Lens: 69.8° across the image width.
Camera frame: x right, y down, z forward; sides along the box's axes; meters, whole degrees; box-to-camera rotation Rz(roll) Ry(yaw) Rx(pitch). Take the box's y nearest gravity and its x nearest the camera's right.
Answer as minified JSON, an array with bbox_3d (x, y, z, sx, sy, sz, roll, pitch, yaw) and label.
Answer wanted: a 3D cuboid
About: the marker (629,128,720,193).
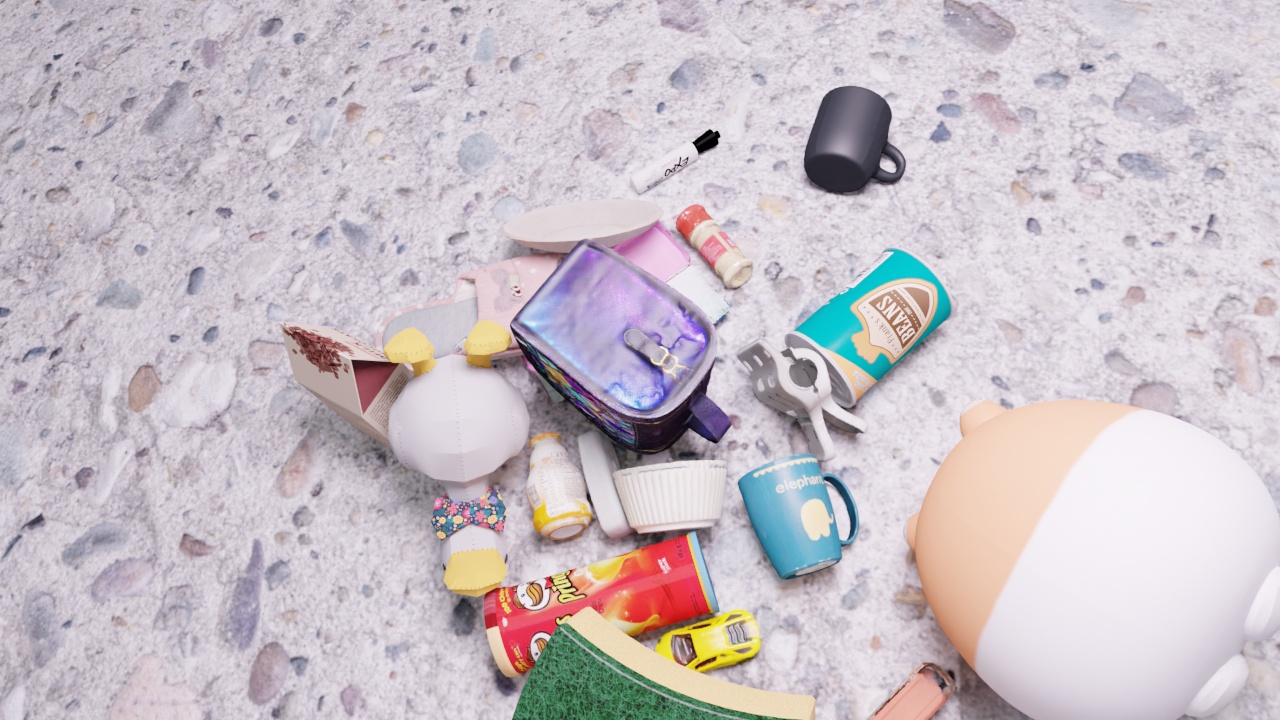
[{"bbox_3d":[0.045,-0.250,1.140,0.126,0.025,0.025,-32,63,-5],"label":"marker"}]

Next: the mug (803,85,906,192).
[{"bbox_3d":[0.255,-0.247,1.070,0.121,0.085,0.094,25,70,-10],"label":"mug"}]

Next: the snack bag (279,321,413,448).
[{"bbox_3d":[-0.296,0.025,0.975,0.094,0.206,0.069,24,71,21],"label":"snack bag"}]

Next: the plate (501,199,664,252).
[{"bbox_3d":[-0.066,-0.153,1.068,0.189,0.027,0.188,-6,22,2],"label":"plate"}]

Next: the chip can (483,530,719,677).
[{"bbox_3d":[-0.037,0.235,0.890,0.213,0.087,0.087,-17,62,2],"label":"chip can"}]

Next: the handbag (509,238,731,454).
[{"bbox_3d":[-0.005,0.005,0.908,0.222,0.205,0.125,37,79,10],"label":"handbag"}]

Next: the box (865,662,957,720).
[{"bbox_3d":[0.208,0.340,0.812,0.186,0.053,0.058,-43,32,-11],"label":"box"}]

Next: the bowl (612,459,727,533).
[{"bbox_3d":[0.033,0.137,0.914,0.115,0.115,0.062,-7,78,8],"label":"bowl"}]

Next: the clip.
[{"bbox_3d":[0.165,0.031,0.934,0.147,0.125,0.081,44,84,1],"label":"clip"}]

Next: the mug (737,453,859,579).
[{"bbox_3d":[0.163,0.153,0.898,0.112,0.085,0.104,-7,66,-24],"label":"mug"}]

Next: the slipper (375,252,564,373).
[{"bbox_3d":[-0.168,-0.055,1.031,0.274,0.054,0.114,-17,63,0],"label":"slipper"}]

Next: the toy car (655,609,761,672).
[{"bbox_3d":[0.063,0.274,0.881,0.107,0.030,0.049,-21,63,3],"label":"toy car"}]

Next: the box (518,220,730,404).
[{"bbox_3d":[-0.028,-0.046,1.050,0.230,0.035,0.159,-36,62,-7],"label":"box"}]

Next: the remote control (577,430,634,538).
[{"bbox_3d":[-0.035,0.129,0.954,0.028,0.060,0.114,-22,66,10],"label":"remote control"}]

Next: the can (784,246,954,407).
[{"bbox_3d":[0.237,-0.035,0.954,0.144,0.099,0.099,-40,64,-9],"label":"can"}]

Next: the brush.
[{"bbox_3d":[0.013,0.348,0.783,0.250,0.075,0.195,17,94,17],"label":"brush"}]

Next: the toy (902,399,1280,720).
[{"bbox_3d":[0.360,0.157,0.755,0.281,0.265,0.263,34,107,42],"label":"toy"}]

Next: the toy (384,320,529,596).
[{"bbox_3d":[-0.182,0.091,0.937,0.141,0.268,0.246,-7,23,-10],"label":"toy"}]

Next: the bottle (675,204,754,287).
[{"bbox_3d":[0.086,-0.133,1.065,0.044,0.044,0.109,-35,64,-6],"label":"bottle"}]

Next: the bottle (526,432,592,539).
[{"bbox_3d":[-0.089,0.130,0.962,0.063,0.063,0.108,-18,63,3],"label":"bottle"}]
